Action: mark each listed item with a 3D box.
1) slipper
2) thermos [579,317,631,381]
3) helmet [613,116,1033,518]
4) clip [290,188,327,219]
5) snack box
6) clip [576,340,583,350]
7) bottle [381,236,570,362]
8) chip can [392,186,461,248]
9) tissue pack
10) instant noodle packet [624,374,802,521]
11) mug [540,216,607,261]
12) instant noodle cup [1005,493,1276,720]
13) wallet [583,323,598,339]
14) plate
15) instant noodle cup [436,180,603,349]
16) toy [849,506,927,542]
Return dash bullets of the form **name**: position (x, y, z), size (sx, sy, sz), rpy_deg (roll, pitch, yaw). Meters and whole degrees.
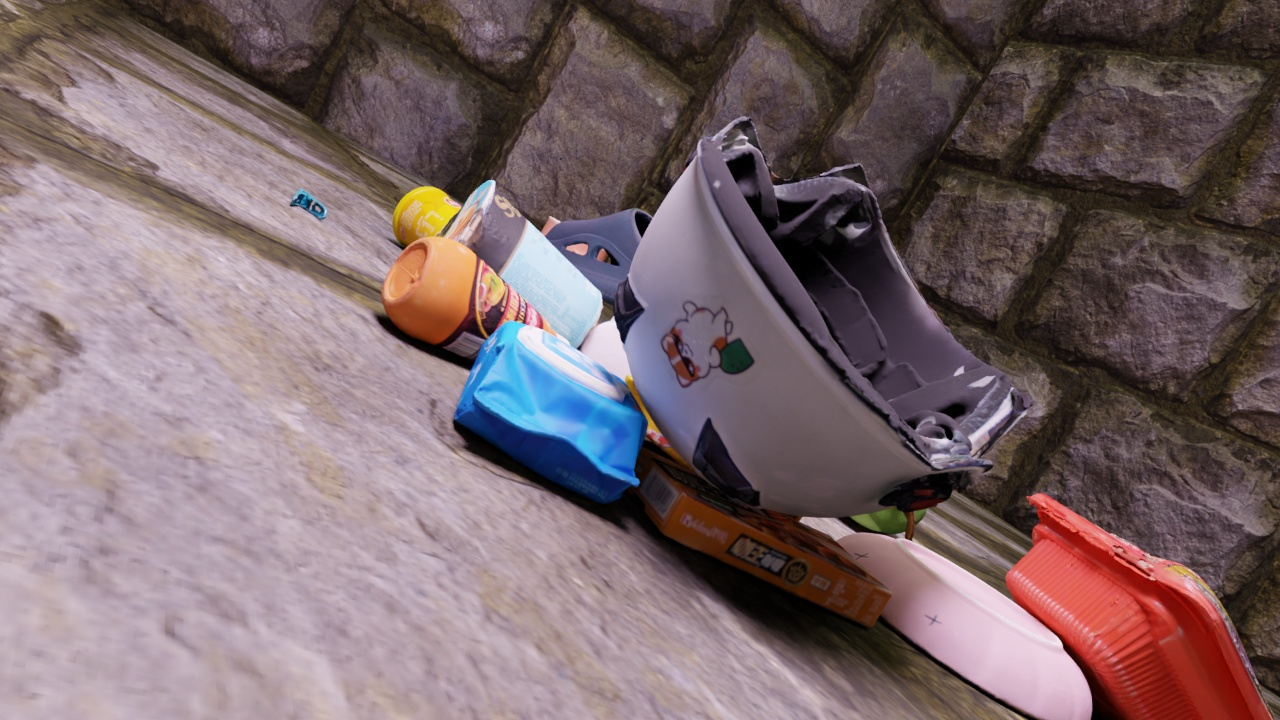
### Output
- **slipper**: position (0.013, -0.071, 0.753), size (0.268, 0.083, 0.110), rpy_deg (28, 3, 38)
- **thermos**: position (-0.005, 0.005, 0.783), size (0.073, 0.073, 0.224), rpy_deg (31, 4, 8)
- **helmet**: position (0.082, -0.004, 0.523), size (0.273, 0.157, 0.230), rpy_deg (-9, 62, -55)
- **clip**: position (-0.305, -0.145, 0.835), size (0.033, 0.013, 0.054), rpy_deg (28, 8, -35)
- **snack box**: position (0.064, 0.099, 0.516), size (0.153, 0.026, 0.075), rpy_deg (28, 5, -25)
- **clip**: position (-0.055, -0.008, 0.874), size (0.042, 0.026, 0.058), rpy_deg (21, 5, -19)
- **bottle**: position (-0.096, -0.021, 0.604), size (0.149, 0.067, 0.067), rpy_deg (35, 2, -38)
- **chip can**: position (-0.163, -0.104, 0.908), size (0.213, 0.072, 0.072), rpy_deg (34, 7, 38)
- **tissue pack**: position (-0.046, 0.021, 0.492), size (0.095, 0.052, 0.157), rpy_deg (29, 5, -10)
- **instant noodle packet**: position (0.047, 0.064, 0.651), size (0.128, 0.044, 0.110), rpy_deg (40, 4, 40)
- **mug**: position (-0.093, -0.100, 1.069), size (0.081, 0.106, 0.114), rpy_deg (28, 6, -22)
- **instant noodle cup**: position (0.332, 0.190, 0.637), size (0.164, 0.079, 0.188), rpy_deg (56, 0, -15)
- **wallet**: position (-0.011, -0.004, 1.058), size (0.119, 0.035, 0.131), rpy_deg (19, 12, -38)
- **plate**: position (0.216, 0.169, 0.616), size (0.192, 0.039, 0.192), rpy_deg (30, 5, -3)
- **instant noodle cup**: position (-0.096, -0.052, 0.678), size (0.120, 0.111, 0.111), rpy_deg (38, 3, -21)
- **toy**: position (0.225, 0.110, 0.892), size (0.227, 0.090, 0.246), rpy_deg (62, 5, 17)
